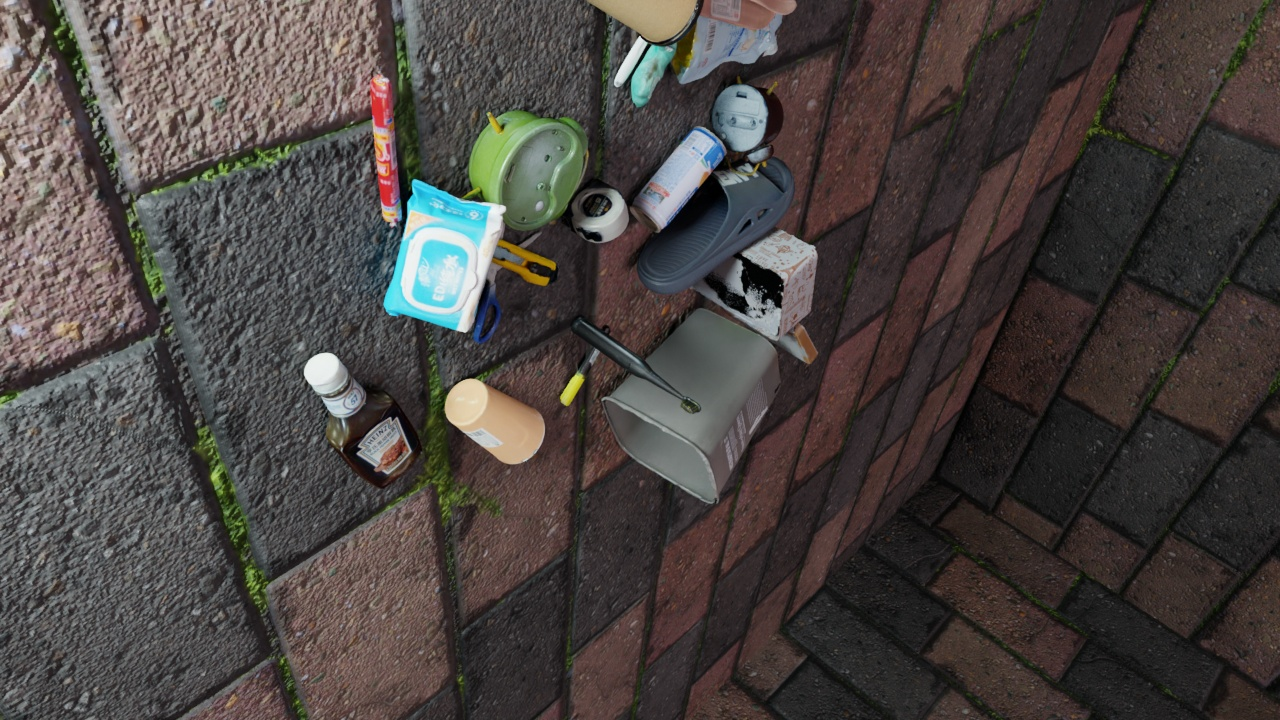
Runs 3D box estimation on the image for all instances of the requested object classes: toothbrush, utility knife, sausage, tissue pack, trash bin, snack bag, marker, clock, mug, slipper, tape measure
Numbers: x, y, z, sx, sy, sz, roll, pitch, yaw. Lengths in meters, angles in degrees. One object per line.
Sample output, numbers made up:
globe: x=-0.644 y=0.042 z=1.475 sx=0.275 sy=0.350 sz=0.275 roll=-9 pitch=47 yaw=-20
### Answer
toothbrush: x=-0.007 y=0.007 z=1.150 sx=0.027 sy=0.213 sz=0.026 roll=-20 pitch=137 yaw=-46
utility knife: x=-0.135 y=-0.109 z=1.020 sx=0.154 sy=0.015 sz=0.033 roll=16 pitch=101 yaw=-61
sausage: x=-0.226 y=-0.183 z=0.817 sx=0.020 sy=0.020 sz=0.156 roll=-32 pitch=144 yaw=-36
tissue pack: x=-0.190 y=-0.098 z=0.882 sx=0.090 sy=0.063 sz=0.140 roll=15 pitch=116 yaw=-14
trash bin: x=0.091 y=0.063 z=1.397 sx=0.219 sy=0.199 sz=0.199 roll=-50 pitch=152 yaw=-20
snack bag: x=0.111 y=-0.395 z=1.079 sx=0.190 sy=0.039 sz=0.110 roll=-31 pitch=133 yaw=-37
marker: x=-0.075 y=0.006 z=1.259 sx=0.124 sy=0.015 sz=0.018 roll=-60 pitch=152 yaw=3
clock: x=0.136 y=-0.298 z=1.173 sx=0.055 sy=0.082 sz=0.122 roll=-24 pitch=126 yaw=-52
clock: x=-0.108 y=-0.197 z=0.944 sx=0.161 sy=0.056 sz=0.116 roll=-8 pitch=128 yaw=-53
mug: x=-0.179 y=0.071 z=1.112 sx=0.078 sy=0.078 sz=0.122 roll=-53 pitch=147 yaw=-4
slipper: x=0.101 y=-0.195 z=1.211 sx=0.267 sy=0.111 sz=0.083 roll=-42 pitch=146 yaw=-16
tape measure: x=-0.048 y=-0.168 z=1.055 sx=0.065 sy=0.066 sz=0.033 roll=-47 pitch=152 yaw=-14
toothbrush: x=0.023 y=-0.374 z=0.992 sx=0.180 sy=0.016 sz=0.016 roll=-57 pitch=148 yaw=6

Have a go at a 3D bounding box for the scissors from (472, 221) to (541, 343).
scissors: x=-0.172 y=-0.087 z=1.012 sx=0.175 sy=0.012 sz=0.163 roll=-36 pitch=145 yaw=-33

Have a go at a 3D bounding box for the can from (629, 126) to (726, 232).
can: x=0.047 y=-0.226 z=1.149 sx=0.134 sy=0.053 sz=0.053 roll=-51 pitch=151 yaw=-7

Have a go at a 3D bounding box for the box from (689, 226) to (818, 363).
box: x=0.168 y=-0.095 z=1.344 sx=0.106 sy=0.178 sz=0.272 roll=-46 pitch=150 yaw=-16

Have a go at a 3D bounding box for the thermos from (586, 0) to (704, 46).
thermos: x=-0.005 y=-0.366 z=0.892 sx=0.143 sy=0.093 sz=0.093 roll=2 pitch=119 yaw=-47

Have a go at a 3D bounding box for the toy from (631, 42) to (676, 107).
toy: x=0.016 y=-0.328 z=1.004 sx=0.092 sy=0.030 sz=0.096 roll=-63 pitch=-178 yaw=0

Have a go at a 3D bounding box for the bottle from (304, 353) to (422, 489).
bottle: x=-0.292 y=0.061 z=0.958 sx=0.079 sy=0.044 sz=0.195 roll=-44 pitch=149 yaw=-20

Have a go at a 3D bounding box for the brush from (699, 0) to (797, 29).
brush: x=0.105 y=-0.392 z=0.984 sx=0.145 sy=0.073 sz=0.063 roll=-6 pitch=105 yaw=-47
